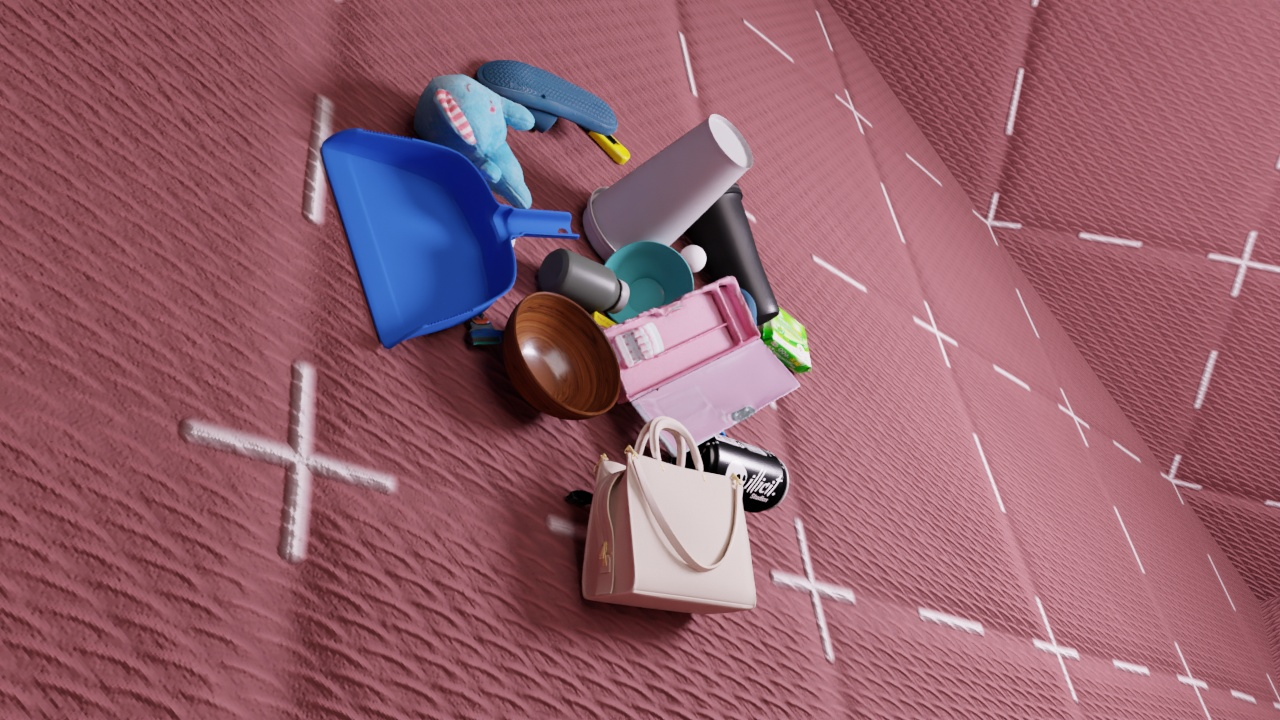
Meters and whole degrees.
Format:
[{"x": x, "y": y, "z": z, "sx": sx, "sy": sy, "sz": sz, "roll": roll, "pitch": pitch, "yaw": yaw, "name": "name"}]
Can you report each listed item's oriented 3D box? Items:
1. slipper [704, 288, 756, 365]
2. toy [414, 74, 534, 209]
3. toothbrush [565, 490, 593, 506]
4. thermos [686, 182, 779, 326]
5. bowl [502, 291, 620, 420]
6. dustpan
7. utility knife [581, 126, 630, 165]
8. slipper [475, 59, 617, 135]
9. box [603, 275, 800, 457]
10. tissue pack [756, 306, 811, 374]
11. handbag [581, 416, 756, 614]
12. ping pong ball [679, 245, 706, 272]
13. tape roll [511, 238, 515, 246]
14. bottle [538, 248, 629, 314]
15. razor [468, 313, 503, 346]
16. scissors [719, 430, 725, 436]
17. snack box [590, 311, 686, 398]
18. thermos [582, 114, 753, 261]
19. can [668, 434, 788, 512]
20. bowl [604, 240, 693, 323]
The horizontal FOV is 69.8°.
[{"x": 0.112, "y": -0.022, "z": 1.236, "sx": 0.059, "sy": 0.104, "sz": 0.213, "roll": 26, "pitch": 40, "yaw": -18, "name": "slipper"}, {"x": -0.178, "y": -0.258, "z": 1.067, "sx": 0.180, "sy": 0.115, "sz": 0.183, "roll": 48, "pitch": 4, "yaw": -14, "name": "toy"}, {"x": -0.011, "y": 0.168, "z": 1.005, "sx": 0.188, "sy": 0.017, "sz": 0.014, "roll": 25, "pitch": 48, "yaw": -41, "name": "toothbrush"}, {"x": 0.136, "y": -0.158, "z": 1.387, "sx": 0.105, "sy": 0.106, "sz": 0.218, "roll": -7, "pitch": 72, "yaw": -53, "name": "thermos"}, {"x": -0.097, "y": 0.006, "z": 0.982, "sx": 0.147, "sy": 0.069, "sz": 0.147, "roll": 32, "pitch": 41, "yaw": -32, "name": "bowl"}, {"x": -0.179, "y": -0.136, "z": 0.981, "sx": 0.257, "sy": 0.060, "sz": 0.245, "roll": -4, "pitch": 65, "yaw": -44, "name": "dustpan"}, {"x": -0.087, "y": -0.360, "z": 1.355, "sx": 0.186, "sy": 0.020, "sz": 0.028, "roll": 41, "pitch": 34, "yaw": -18, "name": "utility knife"}, {"x": -0.130, "y": -0.356, "z": 1.265, "sx": 0.213, "sy": 0.059, "sz": 0.103, "roll": 11, "pitch": 43, "yaw": -31, "name": "slipper"}, {"x": 0.067, "y": 0.006, "z": 1.108, "sx": 0.232, "sy": 0.051, "sz": 0.180, "roll": -23, "pitch": 78, "yaw": -36, "name": "box"}, {"x": 0.222, "y": -0.037, "z": 1.444, "sx": 0.114, "sy": 0.034, "sz": 0.099, "roll": 34, "pitch": 38, "yaw": -31, "name": "tissue pack"}, {"x": 0.033, "y": 0.156, "z": 0.958, "sx": 0.194, "sy": 0.102, "sz": 0.197, "roll": 19, "pitch": 62, "yaw": -39, "name": "handbag"}, {"x": 0.077, "y": -0.150, "z": 1.353, "sx": 0.040, "sy": 0.040, "sz": 0.040, "roll": 31, "pitch": 41, "yaw": -31, "name": "ping pong ball"}, {"x": -0.187, "y": -0.157, "z": 1.057, "sx": 0.094, "sy": 0.019, "sz": 0.093, "roll": 31, "pitch": 40, "yaw": -31, "name": "tape roll"}, {"x": -0.067, "y": -0.093, "z": 1.112, "sx": 0.108, "sy": 0.060, "sz": 0.060, "roll": 20, "pitch": 47, "yaw": -40, "name": "bottle"}, {"x": -0.184, "y": -0.075, "z": 0.991, "sx": 0.043, "sy": 0.018, "sz": 0.140, "roll": -3, "pitch": 62, "yaw": -41, "name": "razor"}, {"x": 0.060, "y": 0.073, "z": 1.168, "sx": 0.132, "sy": 0.020, "sz": 0.097, "roll": 10, "pitch": 50, "yaw": -46, "name": "scissors"}, {"x": -0.007, "y": 0.007, "z": 1.125, "sx": 0.152, "sy": 0.025, "sz": 0.075, "roll": 31, "pitch": 41, "yaw": -26, "name": "snack box"}, {"x": 0.038, "y": -0.219, "z": 1.201, "sx": 0.131, "sy": 0.222, "sz": 0.131, "roll": 31, "pitch": 41, "yaw": -31, "name": "thermos"}, {"x": 0.108, "y": 0.136, "z": 1.112, "sx": 0.146, "sy": 0.080, "sz": 0.080, "roll": 21, "pitch": 47, "yaw": -40, "name": "can"}, {"x": 0.007, "y": -0.090, "z": 1.190, "sx": 0.121, "sy": 0.121, "sz": 0.046, "roll": 63, "pitch": -5, "yaw": 11, "name": "bowl"}]
